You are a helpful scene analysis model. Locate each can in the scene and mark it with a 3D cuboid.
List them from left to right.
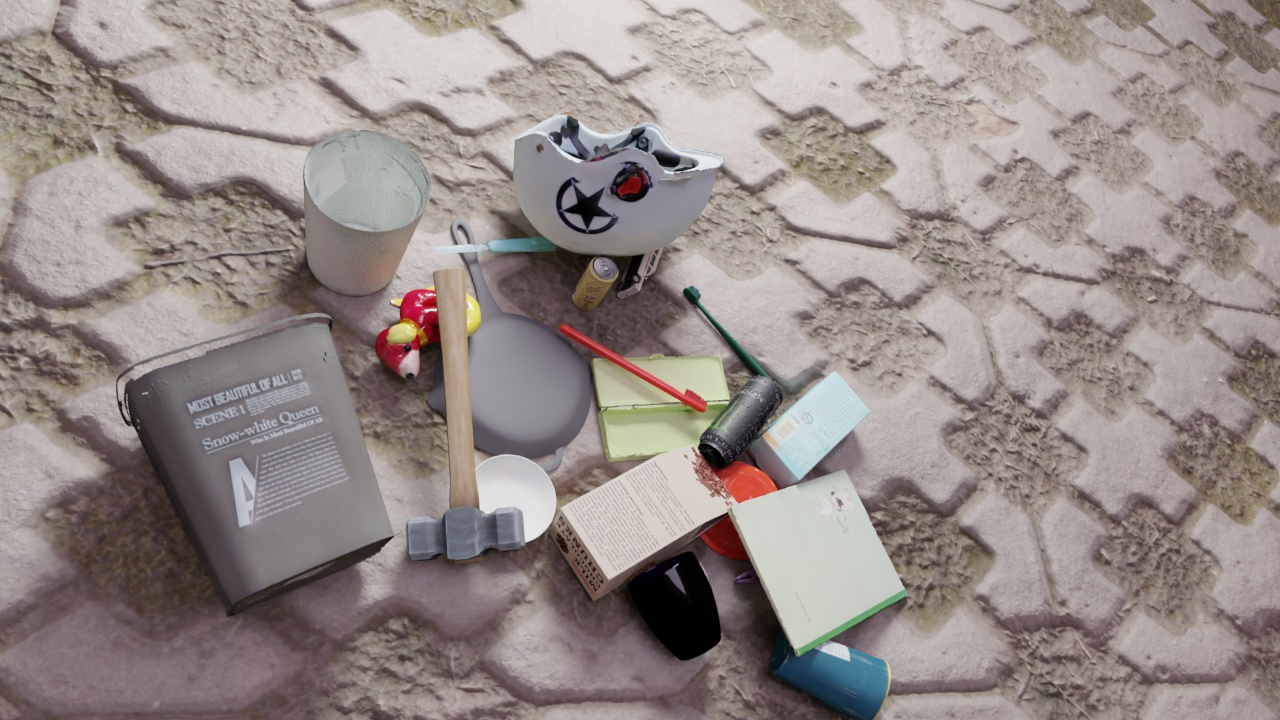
[{"bbox_3d":[-0.059,-0.099,1.176,0.038,0.080,0.038,10,60,-19],"label":"can"},{"bbox_3d":[0.127,0.076,1.155,0.054,0.054,0.137,43,57,2],"label":"can"}]

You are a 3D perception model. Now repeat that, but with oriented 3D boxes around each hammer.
[{"bbox_3d":[-0.197,0.055,0.995,0.117,0.051,0.322,-6,77,0],"label":"hammer"}]

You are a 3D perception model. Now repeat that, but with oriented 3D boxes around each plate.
[{"bbox_3d":[-0.148,0.159,1.033,0.104,0.026,0.104,10,61,-19],"label":"plate"}]

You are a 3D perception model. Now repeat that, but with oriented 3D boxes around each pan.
[{"bbox_3d":[-0.170,-0.030,1.125,0.216,0.024,0.354,-12,69,-28],"label":"pan"}]

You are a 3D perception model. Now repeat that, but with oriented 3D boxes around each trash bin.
[{"bbox_3d":[-0.357,0.106,0.879,0.197,0.198,0.220,-20,80,-30],"label":"trash bin"},{"bbox_3d":[-0.319,-0.158,1.042,0.133,0.162,0.133,10,60,-19],"label":"trash bin"}]

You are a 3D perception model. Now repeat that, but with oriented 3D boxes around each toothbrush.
[{"bbox_3d":[-0.007,0.007,1.152,0.212,0.012,0.017,30,59,-8],"label":"toothbrush"},{"bbox_3d":[0.125,-0.030,1.260,0.190,0.016,0.017,49,52,6],"label":"toothbrush"}]

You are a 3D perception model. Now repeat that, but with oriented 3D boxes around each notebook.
[{"bbox_3d":[0.223,0.237,1.122,0.251,0.010,0.182,-7,67,-46],"label":"notebook"}]

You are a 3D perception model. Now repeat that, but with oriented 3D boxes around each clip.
[{"bbox_3d":[0.139,0.265,1.113,0.046,0.014,0.050,48,53,2],"label":"clip"}]

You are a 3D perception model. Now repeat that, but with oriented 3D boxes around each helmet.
[{"bbox_3d":[-0.033,-0.214,1.178,0.264,0.164,0.236,7,24,-2],"label":"helmet"}]

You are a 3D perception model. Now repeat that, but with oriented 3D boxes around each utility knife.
[{"bbox_3d":[-0.182,-0.147,1.173,0.176,0.016,0.022,-8,69,-37],"label":"utility knife"}]

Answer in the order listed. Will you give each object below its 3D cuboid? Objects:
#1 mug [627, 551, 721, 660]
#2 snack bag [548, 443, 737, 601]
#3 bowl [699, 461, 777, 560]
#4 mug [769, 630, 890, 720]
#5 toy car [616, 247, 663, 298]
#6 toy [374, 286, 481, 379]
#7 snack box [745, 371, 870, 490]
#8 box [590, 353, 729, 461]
[{"bbox_3d":[0.052,0.274,1.037,0.118,0.085,0.100,-19,81,-61],"label":"mug"},{"bbox_3d":[0.011,0.176,1.057,0.205,0.070,0.094,-25,69,-30],"label":"snack bag"},{"bbox_3d":[0.126,0.177,1.133,0.130,0.045,0.130,10,61,-19],"label":"bowl"},{"bbox_3d":[0.216,0.359,1.062,0.121,0.078,0.078,26,56,-4],"label":"mug"},{"bbox_3d":[0.003,-0.129,1.248,0.039,0.039,0.112,37,53,-28],"label":"toy car"},{"bbox_3d":[-0.252,-0.044,1.067,0.105,0.067,0.137,31,56,23],"label":"toy"},{"bbox_3d":[0.223,0.092,1.217,0.174,0.053,0.075,-37,82,-32],"label":"snack box"},{"bbox_3d":[0.033,0.057,1.167,0.187,0.024,0.137,-3,71,-25],"label":"box"}]
